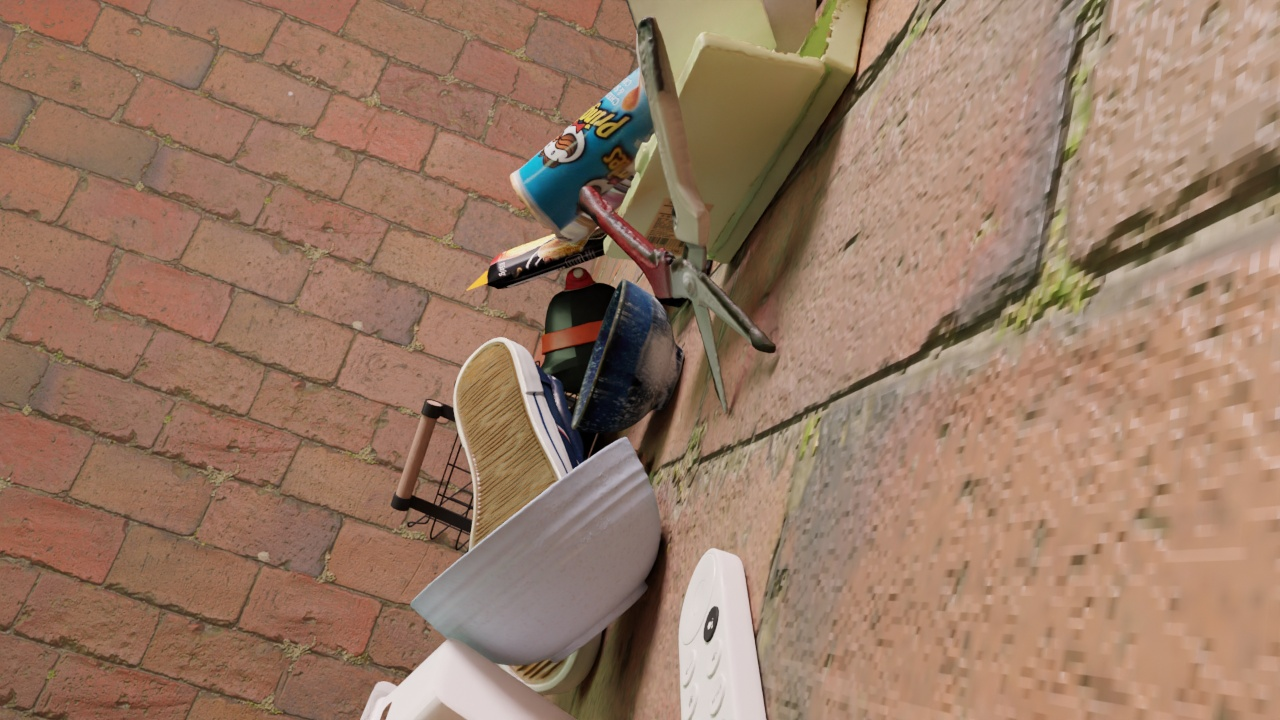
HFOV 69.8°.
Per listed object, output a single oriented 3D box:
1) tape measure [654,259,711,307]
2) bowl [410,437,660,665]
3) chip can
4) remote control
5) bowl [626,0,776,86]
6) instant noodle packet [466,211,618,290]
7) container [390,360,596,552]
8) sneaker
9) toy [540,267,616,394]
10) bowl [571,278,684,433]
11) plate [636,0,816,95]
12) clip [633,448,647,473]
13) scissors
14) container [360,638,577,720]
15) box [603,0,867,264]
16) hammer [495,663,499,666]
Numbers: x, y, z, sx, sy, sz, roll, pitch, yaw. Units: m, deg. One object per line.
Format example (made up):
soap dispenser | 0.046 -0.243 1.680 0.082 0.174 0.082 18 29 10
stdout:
tape measure | 0.033 -0.080 0.707 0.067 0.038 0.062 115 163 -60
bowl | -0.044 0.117 0.511 0.150 0.075 0.150 -38 -6 -5
chip can | 0.004 -0.190 0.741 0.230 0.080 0.079 -37 18 16
remote control | 0.027 0.114 0.320 0.136 0.013 0.043 -88 18 -67
bowl | 0.033 -0.205 0.518 0.116 0.066 0.116 -17 -90 -75
instant noodle packet | -0.049 -0.112 0.856 0.159 0.221 0.032 -105 -4 -78
container | -0.135 0.094 0.947 0.241 0.130 0.163 -37 -32 -78
sneaker | -0.066 0.119 0.702 0.121 0.127 0.294 -38 44 21
toy | -0.047 -0.026 0.859 0.097 0.100 0.119 -8 -94 -58
bowl | -0.004 0.004 0.660 0.114 0.060 0.114 -164 92 -84
plate | 0.043 -0.223 0.614 0.189 0.027 0.189 22 116 53
clip | -0.018 0.078 0.654 0.061 0.041 0.024 110 174 -54
scissors | 0.014 -0.078 0.471 0.199 0.015 0.180 44 141 48
container | -0.068 0.191 0.440 0.049 0.129 0.080 -52 8 3
box | 0.058 -0.119 0.528 0.130 0.064 0.189 -26 -16 -28
hammer | -0.103 0.236 0.779 0.177 0.079 0.325 127 167 -68
